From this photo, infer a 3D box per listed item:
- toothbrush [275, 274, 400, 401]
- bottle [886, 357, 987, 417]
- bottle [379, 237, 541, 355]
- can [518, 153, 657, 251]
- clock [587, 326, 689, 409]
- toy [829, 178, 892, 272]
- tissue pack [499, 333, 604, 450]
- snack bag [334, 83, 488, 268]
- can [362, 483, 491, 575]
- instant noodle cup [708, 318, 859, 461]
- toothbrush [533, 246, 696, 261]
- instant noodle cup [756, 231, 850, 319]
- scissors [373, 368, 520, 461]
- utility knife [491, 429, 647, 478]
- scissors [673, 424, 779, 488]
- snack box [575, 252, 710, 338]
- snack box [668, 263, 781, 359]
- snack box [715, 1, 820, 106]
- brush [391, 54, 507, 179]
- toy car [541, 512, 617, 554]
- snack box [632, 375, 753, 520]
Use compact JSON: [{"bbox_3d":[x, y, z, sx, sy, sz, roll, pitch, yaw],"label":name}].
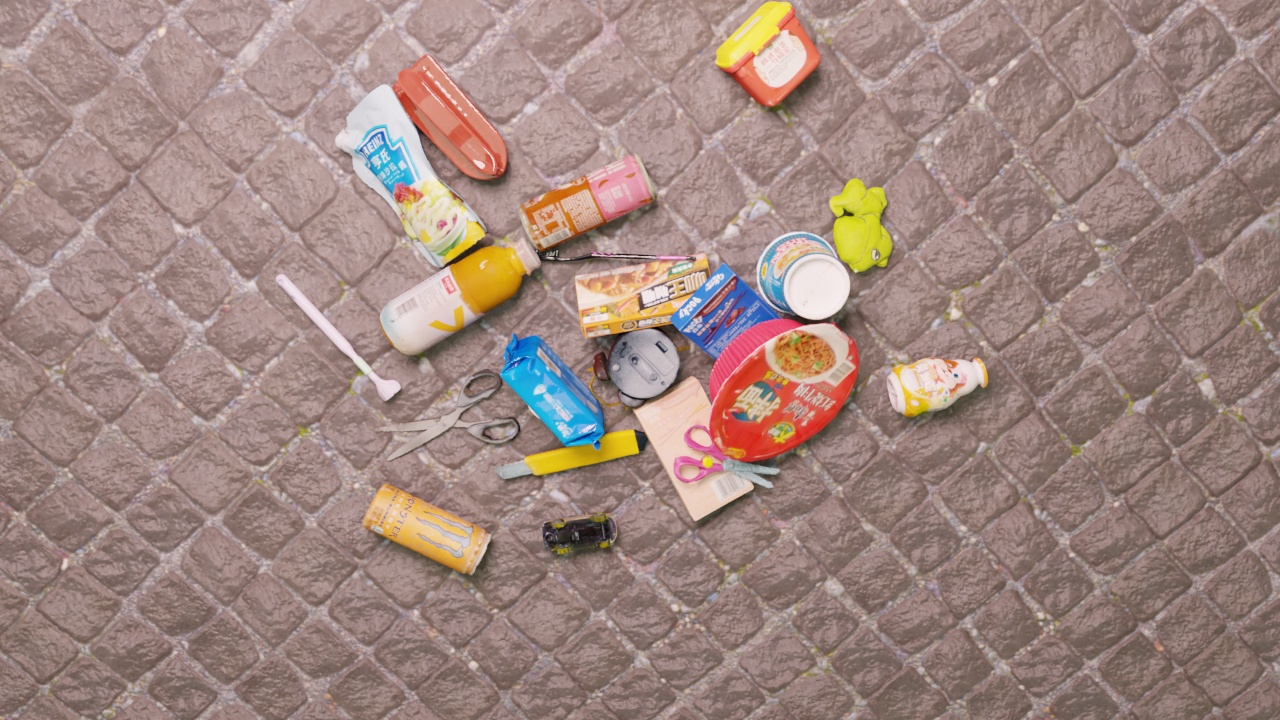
[{"bbox_3d":[-0.354,-0.029,1.069,0.029,0.021,0.189,-40,100,10],"label":"toothbrush"},{"bbox_3d":[0.347,0.026,1.072,0.108,0.063,0.063,-14,103,2],"label":"bottle"},{"bbox_3d":[-0.201,-0.076,1.034,0.189,0.068,0.068,-30,102,6],"label":"bottle"},{"bbox_3d":[-0.059,-0.175,1.018,0.147,0.058,0.058,-24,103,4],"label":"can"},{"bbox_3d":[-0.006,0.006,1.064,0.122,0.055,0.082,-42,101,9],"label":"clock"},{"bbox_3d":[0.249,-0.150,1.041,0.096,0.031,0.100,16,92,-22],"label":"toy"},{"bbox_3d":[-0.100,0.039,1.051,0.052,0.095,0.157,-41,103,9],"label":"tissue pack"},{"bbox_3d":[-0.253,-0.196,1.006,0.111,0.038,0.191,-23,109,45],"label":"snack bag"},{"bbox_3d":[-0.257,0.204,1.106,0.146,0.058,0.058,27,101,-7],"label":"can"},{"bbox_3d":[0.150,0.023,1.036,0.193,0.066,0.194,-16,134,-17],"label":"instant noodle cup"},{"bbox_3d":[-0.031,-0.121,1.045,0.189,0.014,0.018,1,95,6],"label":"toothbrush"},{"bbox_3d":[0.186,-0.089,1.017,0.099,0.110,0.099,0,103,-2],"label":"instant noodle cup"},{"bbox_3d":[-0.227,0.072,1.100,0.159,0.014,0.171,25,104,-4],"label":"scissors"},{"bbox_3d":[-0.083,0.114,1.107,0.193,0.015,0.033,-12,103,-2],"label":"utility knife"},{"bbox_3d":[0.107,0.114,1.087,0.137,0.017,0.077,8,90,-14],"label":"scissors"},{"bbox_3d":[0.006,-0.073,1.037,0.154,0.075,0.026,-10,146,0],"label":"snack box"},{"bbox_3d":[0.105,-0.039,1.023,0.084,0.026,0.157,-45,141,9],"label":"snack box"},{"bbox_3d":[0.138,-0.323,0.977,0.091,0.082,0.080,-42,111,9],"label":"snack box"},{"bbox_3d":[-0.201,-0.254,0.990,0.063,0.069,0.146,-41,101,9],"label":"brush"},{"bbox_3d":[-0.074,0.208,1.122,0.090,0.035,0.042,-8,105,0],"label":"toy car"},{"bbox_3d":[0.064,0.106,1.099,0.084,0.026,0.157,-28,102,-3],"label":"snack box"}]
